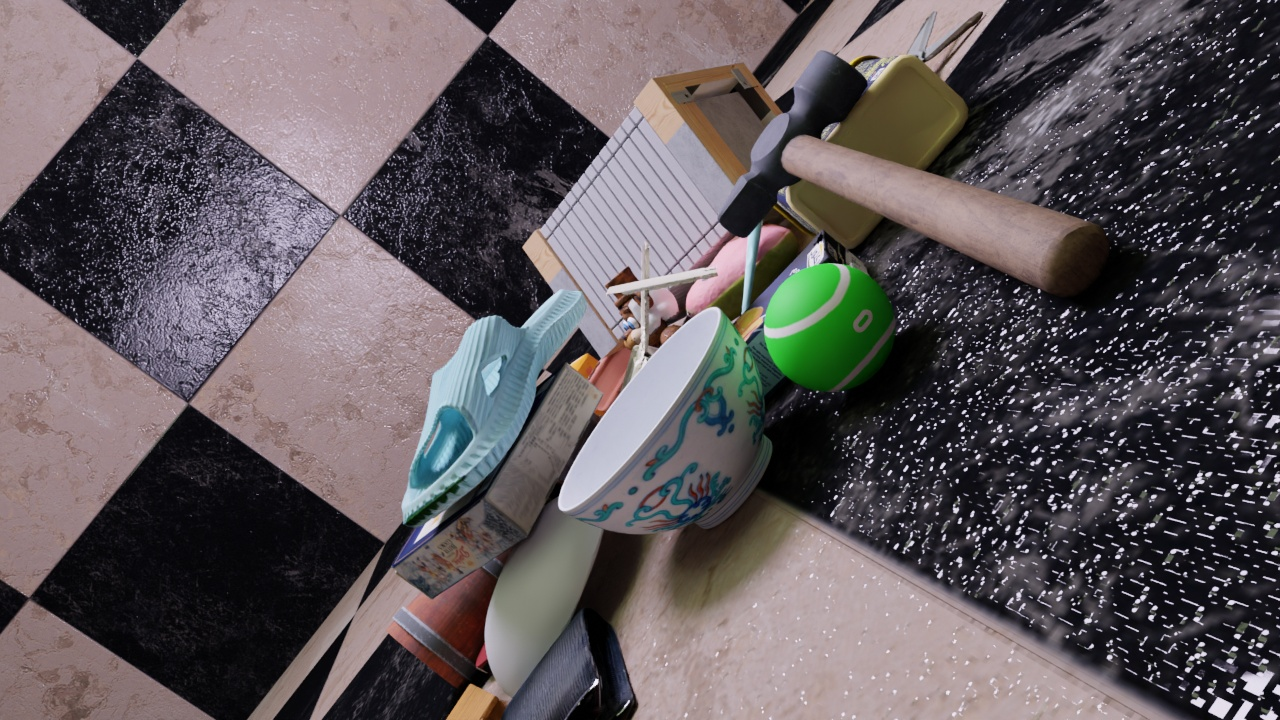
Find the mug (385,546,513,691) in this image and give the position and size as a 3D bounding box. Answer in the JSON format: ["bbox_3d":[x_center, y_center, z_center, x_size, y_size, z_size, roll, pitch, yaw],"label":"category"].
[{"bbox_3d":[-0.141,0.207,0.769,0.111,0.081,0.117,-51,-16,-20],"label":"mug"}]

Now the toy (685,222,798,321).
[{"bbox_3d":[0.084,-0.071,0.773,0.110,0.051,0.090,-47,13,5],"label":"toy"}]

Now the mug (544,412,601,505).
[{"bbox_3d":[-0.078,0.114,0.823,0.107,0.080,0.116,-70,-8,-60],"label":"mug"}]

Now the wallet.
[{"bbox_3d":[-0.046,0.189,0.493,0.089,0.026,0.115,-53,9,-1],"label":"wallet"}]

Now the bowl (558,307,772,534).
[{"bbox_3d":[0.027,0.049,0.525,0.144,0.074,0.143,-50,9,11],"label":"bowl"}]

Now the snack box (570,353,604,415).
[{"bbox_3d":[-0.110,0.098,0.983,0.145,0.080,0.194,-42,13,49],"label":"snack box"}]

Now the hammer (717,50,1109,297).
[{"bbox_3d":[0.128,-0.091,0.485,0.129,0.040,0.321,-55,23,10],"label":"hammer"}]

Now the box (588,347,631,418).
[{"bbox_3d":[-0.018,0.012,0.965,0.186,0.057,0.067,-59,-20,-47],"label":"box"}]

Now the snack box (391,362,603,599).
[{"bbox_3d":[-0.105,0.088,0.678,0.145,0.042,0.144,-38,17,42],"label":"snack box"}]

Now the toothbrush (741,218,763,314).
[{"bbox_3d":[0.086,-0.084,0.721,0.016,0.016,0.180,-16,57,51],"label":"toothbrush"}]

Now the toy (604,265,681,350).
[{"bbox_3d":[0.010,-0.027,0.807,0.067,0.112,0.087,-42,6,-15],"label":"toy"}]

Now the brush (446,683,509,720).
[{"bbox_3d":[-0.106,0.242,0.603,0.048,0.017,0.127,-56,10,-23],"label":"brush"}]

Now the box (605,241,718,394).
[{"bbox_3d":[-0.005,0.003,0.682,0.143,0.080,0.180,-108,32,-79],"label":"box"}]

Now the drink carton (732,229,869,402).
[{"bbox_3d":[0.089,-0.020,0.591,0.130,0.040,0.064,-48,11,24],"label":"drink carton"}]

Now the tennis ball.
[{"bbox_3d":[0.096,-0.017,0.466,0.065,0.065,0.065,-50,9,11],"label":"tennis ball"}]

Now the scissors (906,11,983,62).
[{"bbox_3d":[0.210,-0.226,0.783,0.199,0.015,0.179,-25,38,22],"label":"scissors"}]

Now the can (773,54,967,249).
[{"bbox_3d":[0.158,-0.153,0.669,0.135,0.075,0.104,-50,12,11],"label":"can"}]

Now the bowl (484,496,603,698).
[{"bbox_3d":[-0.072,0.149,0.619,0.150,0.043,0.149,-63,8,15],"label":"bowl"}]

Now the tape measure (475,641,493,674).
[{"bbox_3d":[-0.100,0.210,0.698,0.052,0.019,0.058,-31,29,60],"label":"tape measure"}]

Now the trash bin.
[{"bbox_3d":[0.030,-0.143,0.894,0.142,0.142,0.248,-28,-11,-45],"label":"trash bin"}]

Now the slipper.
[{"bbox_3d":[-0.114,0.015,0.673,0.116,0.069,0.275,-43,12,35],"label":"slipper"}]
